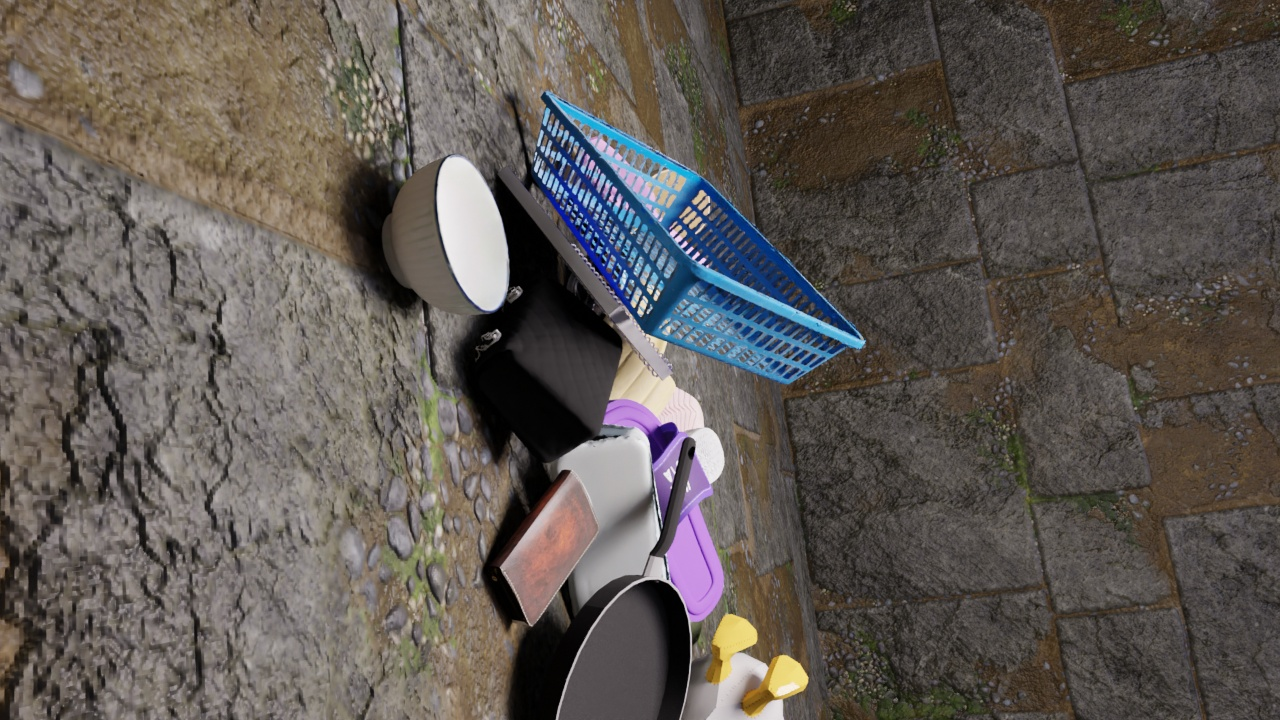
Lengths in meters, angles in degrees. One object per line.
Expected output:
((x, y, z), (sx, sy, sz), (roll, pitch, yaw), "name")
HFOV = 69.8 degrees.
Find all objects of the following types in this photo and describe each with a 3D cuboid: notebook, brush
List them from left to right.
((-0.052, -0.083, 0.920), (0.209, 0.022, 0.171), (52, 1, 29), "notebook")
((-0.003, -0.178, 1.147), (0.228, 0.043, 0.089), (42, 38, -25), "brush")

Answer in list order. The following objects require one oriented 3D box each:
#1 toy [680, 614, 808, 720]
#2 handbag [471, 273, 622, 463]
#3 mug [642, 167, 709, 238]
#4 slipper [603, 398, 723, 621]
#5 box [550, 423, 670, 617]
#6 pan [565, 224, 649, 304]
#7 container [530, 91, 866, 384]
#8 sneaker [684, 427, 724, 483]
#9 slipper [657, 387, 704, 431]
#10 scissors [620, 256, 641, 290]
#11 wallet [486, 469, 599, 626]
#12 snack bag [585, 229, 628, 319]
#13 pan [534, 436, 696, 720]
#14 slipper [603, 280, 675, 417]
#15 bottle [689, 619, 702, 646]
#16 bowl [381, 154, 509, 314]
((0.095, 0.439, 1.105), (0.246, 0.141, 0.268), (-24, 141, -48), "toy")
((-0.097, 0.008, 0.823), (0.125, 0.115, 0.153), (48, 31, -21), "handbag")
((0.040, -0.201, 1.241), (0.099, 0.096, 0.120), (-121, -160, -76), "mug")
((0.038, 0.154, 0.946), (0.107, 0.084, 0.266), (-40, 114, -41), "slipper")
((-0.024, 0.151, 0.895), (0.083, 0.122, 0.216), (-123, -153, -63), "box")
((-0.041, -0.141, 1.175), (0.356, 0.055, 0.187), (-78, 153, -65), "pan")
((0.036, -0.120, 0.940), (0.256, 0.089, 0.362), (19, 26, -40), "container")
((0.004, 0.146, 1.047), (0.234, 0.088, 0.089), (-33, 106, -44), "sneaker")
((0.004, 0.066, 1.158), (0.239, 0.065, 0.094), (28, 57, -55), "slipper")
((-0.022, -0.055, 1.150), (0.159, 0.025, 0.172), (-51, 145, -51), "scissors")
((-0.080, 0.159, 0.784), (0.122, 0.019, 0.072), (-52, 129, -46), "wallet")
((-0.044, -0.069, 1.062), (0.074, 0.018, 0.155), (40, 62, -71), "snack bag")
((-0.005, 0.240, 0.831), (0.225, 0.034, 0.356), (30, 71, -56), "pan")
((-0.006, 0.006, 1.026), (0.111, 0.079, 0.260), (49, 43, -30), "slipper")
((0.042, 0.302, 1.127), (0.206, 0.071, 0.071), (-79, 155, -53), "bottle")
((-0.149, -0.088, 0.680), (0.118, 0.062, 0.118), (-9, 89, -76), "bowl")
